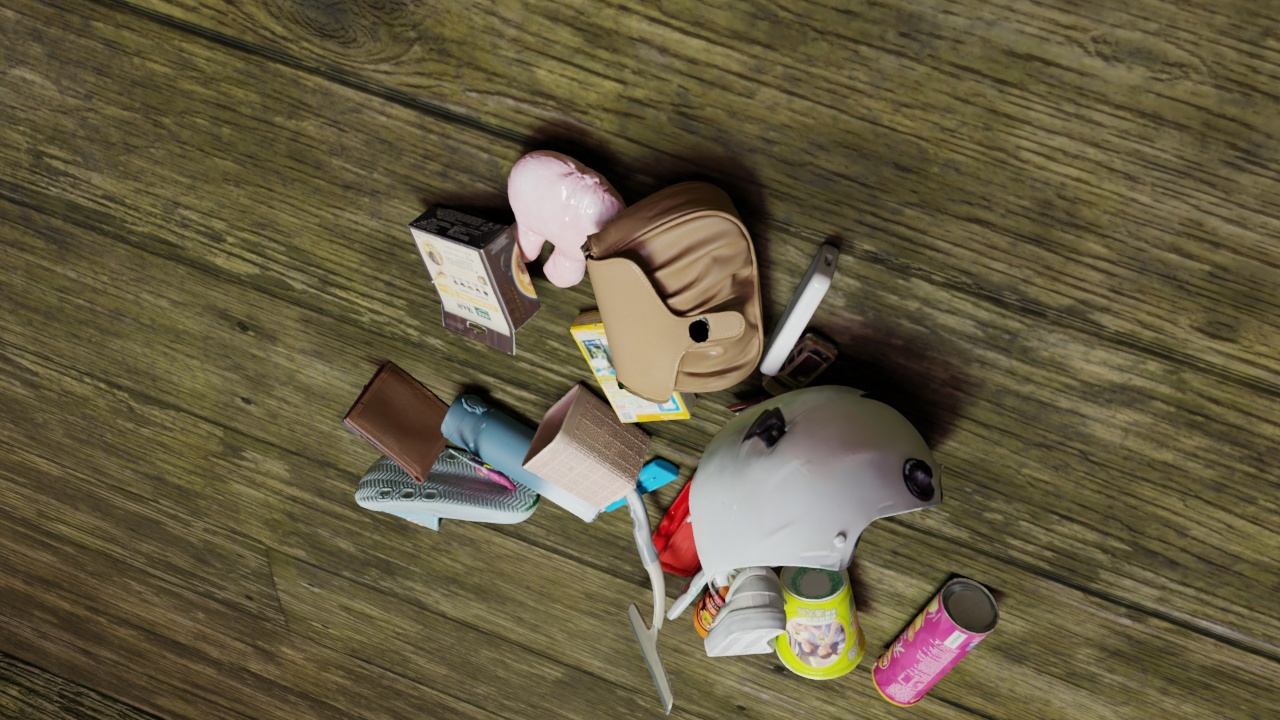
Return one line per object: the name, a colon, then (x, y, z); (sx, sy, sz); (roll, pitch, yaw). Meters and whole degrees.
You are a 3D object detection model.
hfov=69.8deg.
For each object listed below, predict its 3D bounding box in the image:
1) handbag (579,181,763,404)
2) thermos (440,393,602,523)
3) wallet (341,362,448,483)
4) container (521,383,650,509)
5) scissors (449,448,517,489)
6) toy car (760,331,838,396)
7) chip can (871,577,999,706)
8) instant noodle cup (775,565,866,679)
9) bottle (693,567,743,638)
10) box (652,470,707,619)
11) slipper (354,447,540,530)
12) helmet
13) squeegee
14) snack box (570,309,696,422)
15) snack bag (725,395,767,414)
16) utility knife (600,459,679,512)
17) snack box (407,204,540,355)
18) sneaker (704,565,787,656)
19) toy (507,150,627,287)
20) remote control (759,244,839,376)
handbag: (0.036, -0.050, 0.819); (0.148, 0.099, 0.205); (-16, 132, -3)
thermos: (-0.138, 0.116, 1.112); (0.220, 0.070, 0.070); (32, 137, -8)
wallet: (-0.289, 0.075, 1.114); (0.124, 0.101, 0.032); (42, 137, -18)
container: (-0.058, 0.103, 1.047); (0.111, 0.089, 0.090); (35, 137, -14)
scissors: (-0.186, 0.132, 1.101); (0.083, 0.017, 0.138); (31, 170, 10)
toy car: (0.151, 0.008, 0.895); (0.042, 0.035, 0.091); (33, 139, -7)
chip can: (0.353, 0.344, 1.110); (0.071, 0.071, 0.211); (21, 137, 4)
instant noodle cup: (0.215, 0.302, 1.113); (0.112, 0.111, 0.123); (4, 126, 21)
bottle: (0.117, 0.307, 1.193); (0.067, 0.066, 0.150); (22, 131, 3)
box: (0.063, 0.231, 1.108); (0.095, 0.101, 0.202); (25, 137, -1)
slipper: (-0.248, 0.172, 1.197); (0.245, 0.103, 0.074); (6, 137, 11)
helmet: (0.152, 0.102, 0.868); (0.230, 0.258, 0.146); (-32, 84, 57)
squeegee: (0.008, 0.252, 1.121); (0.039, 0.246, 0.247); (-10, 102, -9)
snack box: (-0.006, 0.006, 0.966); (0.087, 0.033, 0.140); (-6, 131, 29)
snack bag: (0.132, 0.077, 0.977); (0.048, 0.026, 0.104); (-18, 123, 29)
utility knife: (-0.011, 0.158, 1.131); (0.034, 0.018, 0.160); (38, 137, -15)
snack box: (-0.165, -0.081, 0.913); (0.113, 0.053, 0.126); (21, 144, 35)
sneaker: (0.122, 0.297, 1.096); (0.089, 0.090, 0.243); (-2, 154, -3)
toy: (-0.075, -0.128, 0.849); (0.121, 0.054, 0.160); (33, 146, -8)
remote control: (0.143, -0.043, 0.831); (0.020, 0.055, 0.136); (23, 137, 1)
